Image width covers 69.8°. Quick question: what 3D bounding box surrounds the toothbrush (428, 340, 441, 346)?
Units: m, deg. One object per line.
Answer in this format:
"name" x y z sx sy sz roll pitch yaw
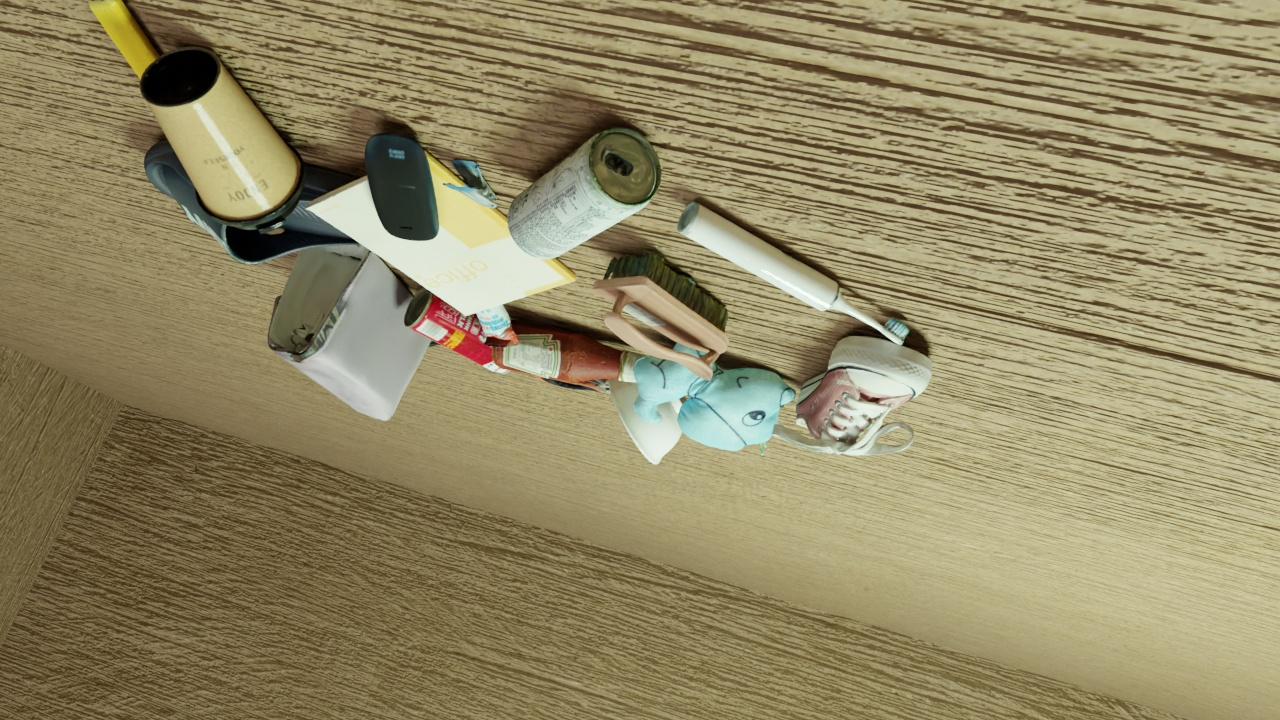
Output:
"toothbrush" -0.216 -0.025 1.168 0.181 0.018 0.015 3 159 34

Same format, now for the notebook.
"notebook" -0.176 -0.108 0.840 0.146 0.010 0.206 -14 147 30

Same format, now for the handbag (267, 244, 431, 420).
"handbag" -0.327 -0.033 1.040 0.098 0.144 0.197 10 160 15

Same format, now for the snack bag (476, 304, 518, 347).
"snack bag" -0.162 -0.057 0.978 0.045 0.026 0.105 9 136 30

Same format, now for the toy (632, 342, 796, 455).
"toy" 0.078 0.042 0.969 0.161 0.049 0.156 -25 112 11

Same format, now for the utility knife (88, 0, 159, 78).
"utility knife" -0.382 -0.237 0.706 0.033 0.015 0.178 12 160 0

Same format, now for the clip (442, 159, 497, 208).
"clip" -0.135 -0.141 0.750 0.027 0.044 0.058 8 165 24

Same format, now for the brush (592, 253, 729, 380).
"brush" 0.026 -0.035 0.818 0.063 0.073 0.145 -2 155 44

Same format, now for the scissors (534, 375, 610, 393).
"scissors" -0.056 0.028 1.164 0.225 0.015 0.189 7 161 31

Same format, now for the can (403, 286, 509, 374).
"can" -0.204 -0.033 1.067 0.132 0.053 0.053 30 158 -33

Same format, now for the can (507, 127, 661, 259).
"can" -0.045 -0.118 0.667 0.058 0.058 0.147 26 160 -24

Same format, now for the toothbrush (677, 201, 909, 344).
"toothbrush" 0.126 -0.062 0.718 0.221 0.026 0.026 26 -161 -22

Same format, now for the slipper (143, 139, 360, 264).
"slipper" -0.362 -0.140 0.866 0.268 0.083 0.111 12 159 14

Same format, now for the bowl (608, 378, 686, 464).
"bowl" 0.019 0.054 1.073 0.065 0.118 0.118 -29 146 11

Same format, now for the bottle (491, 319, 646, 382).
"bottle" -0.063 -0.003 1.021 0.206 0.059 0.060 10 161 14

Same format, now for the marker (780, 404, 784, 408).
"marker" 0.135 0.061 1.088 0.018 0.015 0.124 22 158 -16

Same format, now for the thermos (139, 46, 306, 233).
"thermos" -0.333 -0.175 0.735 0.093 0.092 0.143 14 154 11

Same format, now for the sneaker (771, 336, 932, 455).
"sneaker" 0.199 0.047 0.868 0.118 0.087 0.241 19 163 -3

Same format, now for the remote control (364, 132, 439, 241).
"remote control" -0.196 -0.134 0.755 0.053 0.024 0.137 4 152 -3
